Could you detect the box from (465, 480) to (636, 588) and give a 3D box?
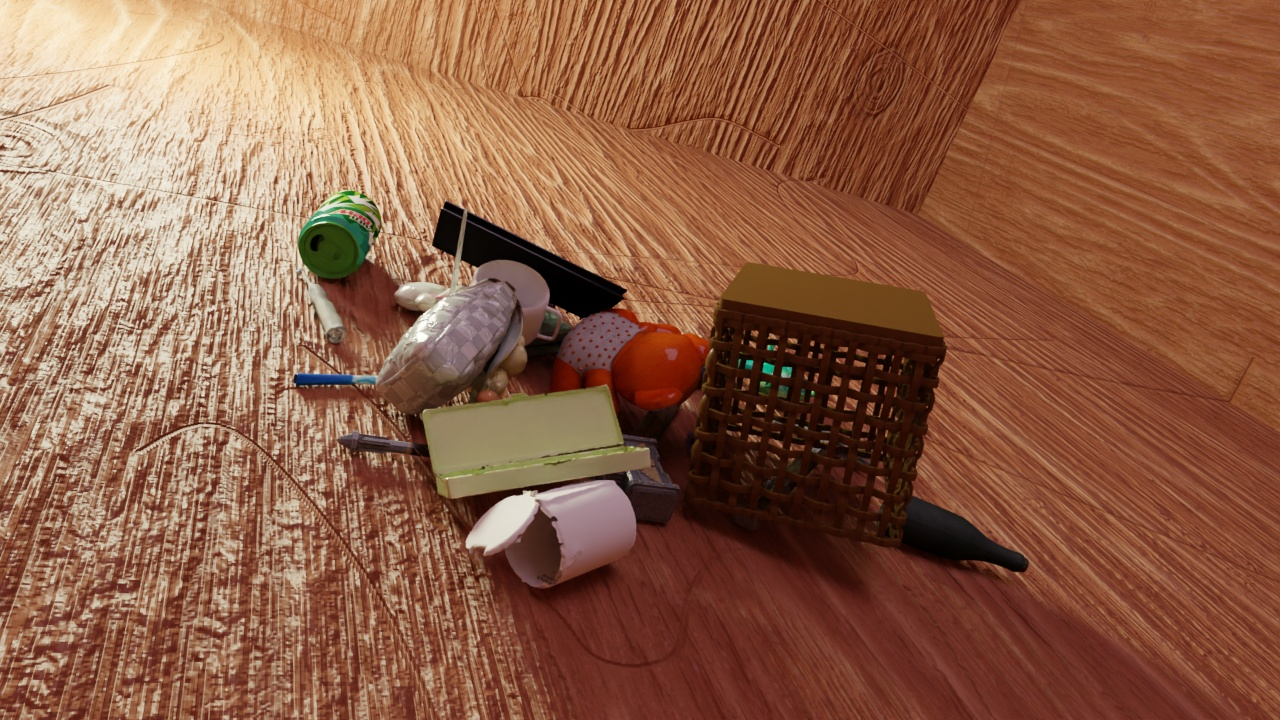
[{"bbox_3d":[-0.077,0.142,0.762,0.081,0.091,0.159,-1,7,38],"label":"box"}]

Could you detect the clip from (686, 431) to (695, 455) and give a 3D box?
[{"bbox_3d":[0.061,0.098,1.083,0.014,0.045,0.051,20,-21,-6],"label":"clip"}]

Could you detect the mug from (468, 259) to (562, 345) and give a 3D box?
[{"bbox_3d":[-0.148,-0.060,1.075,0.115,0.068,0.094,24,40,0],"label":"mug"}]

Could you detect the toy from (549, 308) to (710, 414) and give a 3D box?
[{"bbox_3d":[-0.006,0.006,1.055,0.173,0.093,0.163,17,49,30],"label":"toy"}]

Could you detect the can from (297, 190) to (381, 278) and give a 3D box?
[{"bbox_3d":[-0.391,-0.165,1.199,0.083,0.083,0.144,16,22,-12],"label":"can"}]

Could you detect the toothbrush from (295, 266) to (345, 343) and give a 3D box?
[{"bbox_3d":[-0.379,-0.073,1.078,0.185,0.024,0.022,45,-7,46],"label":"toothbrush"}]

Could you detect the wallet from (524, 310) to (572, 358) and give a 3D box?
[{"bbox_3d":[-0.156,-0.044,1.174,0.100,0.054,0.131,42,28,19],"label":"wallet"}]

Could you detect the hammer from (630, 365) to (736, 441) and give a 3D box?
[{"bbox_3d":[0.035,0.055,1.136,0.129,0.040,0.321,28,23,6],"label":"hammer"}]

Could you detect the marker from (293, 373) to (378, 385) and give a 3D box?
[{"bbox_3d":[-0.288,0.020,0.954,0.141,0.013,0.013,2,29,-39],"label":"marker"}]

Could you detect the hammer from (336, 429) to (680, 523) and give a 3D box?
[{"bbox_3d":[-0.125,0.098,0.888,0.321,0.044,0.098,10,24,-20],"label":"hammer"}]

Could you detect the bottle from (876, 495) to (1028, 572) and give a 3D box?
[{"bbox_3d":[0.362,0.204,1.052,0.174,0.055,0.055,22,22,-2],"label":"bottle"}]

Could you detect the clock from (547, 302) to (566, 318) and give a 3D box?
[{"bbox_3d":[-0.166,-0.096,1.291,0.124,0.044,0.087,8,25,-30],"label":"clock"}]

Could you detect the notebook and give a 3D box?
[{"bbox_3d":[-0.143,-0.114,1.131,0.231,0.019,0.169,26,-14,-12],"label":"notebook"}]

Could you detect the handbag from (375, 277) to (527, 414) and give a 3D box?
[{"bbox_3d":[-0.190,0.001,0.961,0.123,0.113,0.171,52,31,-13],"label":"handbag"}]

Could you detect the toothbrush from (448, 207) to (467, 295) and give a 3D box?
[{"bbox_3d":[-0.213,-0.096,1.068,0.010,0.182,0.010,32,37,20],"label":"toothbrush"}]

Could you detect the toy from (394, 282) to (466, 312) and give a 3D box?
[{"bbox_3d":[-0.272,-0.080,1.162,0.075,0.037,0.126,-12,15,-37],"label":"toy"}]

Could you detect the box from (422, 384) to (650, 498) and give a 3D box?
[{"bbox_3d":[-0.097,0.083,0.845,0.187,0.061,0.133,-8,37,-23],"label":"box"}]

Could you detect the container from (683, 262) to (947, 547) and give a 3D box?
[{"bbox_3d":[0.188,0.032,0.998,0.220,0.214,0.251,11,17,10],"label":"container"}]

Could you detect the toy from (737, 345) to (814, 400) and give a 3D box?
[{"bbox_3d":[0.194,0.017,1.327,0.130,0.072,0.193,15,13,-13],"label":"toy"}]

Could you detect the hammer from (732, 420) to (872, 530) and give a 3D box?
[{"bbox_3d":[0.175,0.134,1.085,0.147,0.028,0.316,23,21,22],"label":"hammer"}]
